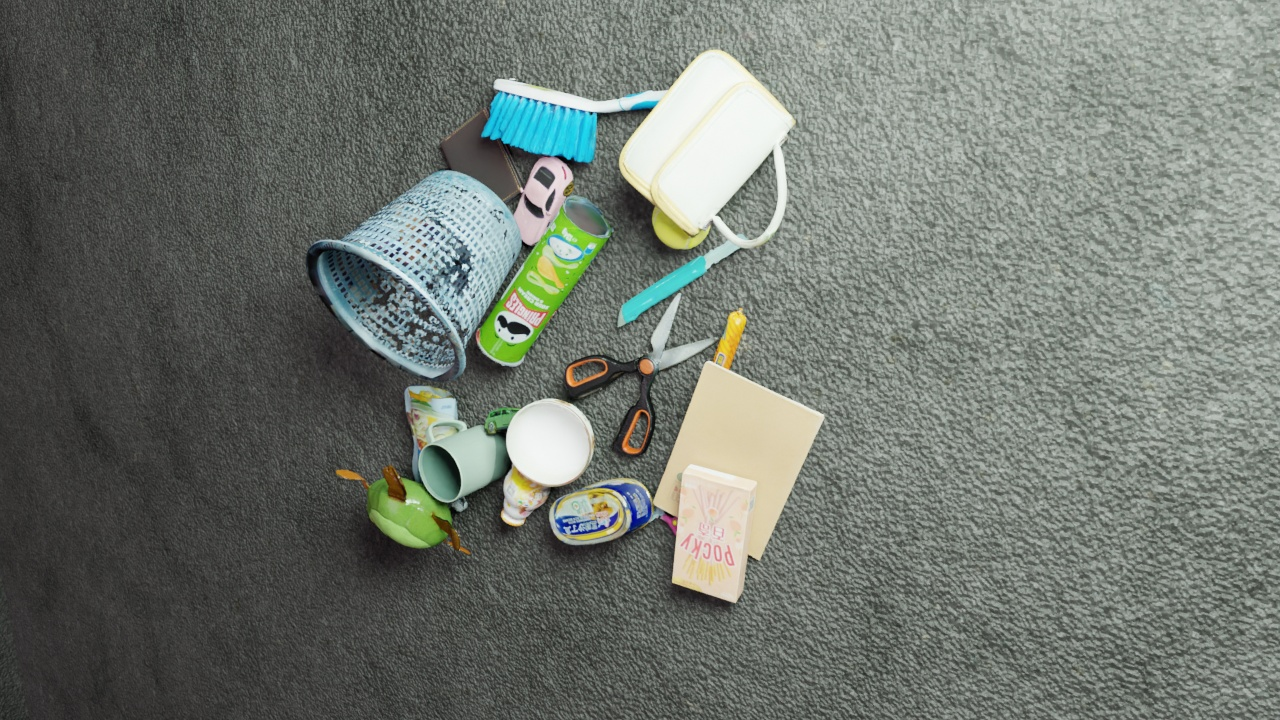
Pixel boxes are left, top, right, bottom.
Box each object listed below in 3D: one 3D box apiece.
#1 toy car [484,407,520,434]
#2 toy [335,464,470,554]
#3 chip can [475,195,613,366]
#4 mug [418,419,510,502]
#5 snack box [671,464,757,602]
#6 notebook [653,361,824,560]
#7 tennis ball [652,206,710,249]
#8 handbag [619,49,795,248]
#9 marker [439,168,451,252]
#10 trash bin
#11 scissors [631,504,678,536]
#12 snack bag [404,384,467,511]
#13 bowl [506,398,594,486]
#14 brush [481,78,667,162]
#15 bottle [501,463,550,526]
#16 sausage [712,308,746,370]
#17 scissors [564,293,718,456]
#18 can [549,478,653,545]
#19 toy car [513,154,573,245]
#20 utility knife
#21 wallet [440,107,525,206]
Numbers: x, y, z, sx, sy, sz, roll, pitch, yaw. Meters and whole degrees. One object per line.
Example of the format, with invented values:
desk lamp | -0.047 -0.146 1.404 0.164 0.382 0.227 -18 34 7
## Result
toy car | -0.173 0.083 1.246 0.091 0.043 0.036 -7 76 44
toy | -0.334 0.216 1.315 0.227 0.089 0.247 41 158 -13
chip can | -0.124 -0.095 1.146 0.072 0.072 0.237 48 124 14
mug | -0.247 0.128 1.271 0.082 0.106 0.111 -43 78 36
snack box | 0.086 0.206 1.089 0.084 0.026 0.157 13 113 21
notebook | 0.109 0.119 1.068 0.148 0.008 0.208 26 117 15
tennis ball | 0.045 -0.156 1.015 0.066 0.065 0.065 10 108 32
handbag | 0.085 -0.206 0.945 0.179 0.063 0.163 43 100 4
marker | -0.267 -0.195 1.250 0.022 0.020 0.132 14 112 13
trash bin | -0.257 -0.119 1.130 0.227 0.194 0.227 25 148 16
scissors | 0.027 0.183 1.154 0.133 0.017 0.128 24 117 30
snack bag | -0.302 0.134 1.356 0.110 0.038 0.191 9 112 27
bowl | -0.111 0.101 1.187 0.113 0.062 0.113 2 102 12
brush | -0.052 -0.279 1.060 0.315 0.060 0.109 21 111 26
bottle | -0.156 0.176 1.248 0.063 0.063 0.109 39 121 20
sausage | 0.090 0.013 1.058 0.021 0.021 0.165 30 118 25
scissors | 0.001 0.023 1.127 0.221 0.021 0.222 -1 105 29
can | -0.053 0.196 1.182 0.148 0.049 0.074 -18 87 41
toy car | -0.124 -0.197 1.140 0.056 0.037 0.123 42 123 20
utility knife | 0.044 -0.092 1.064 0.210 0.013 0.029 -30 58 38
wallet | -0.206 -0.252 1.192 0.097 0.020 0.122 -27 86 32
